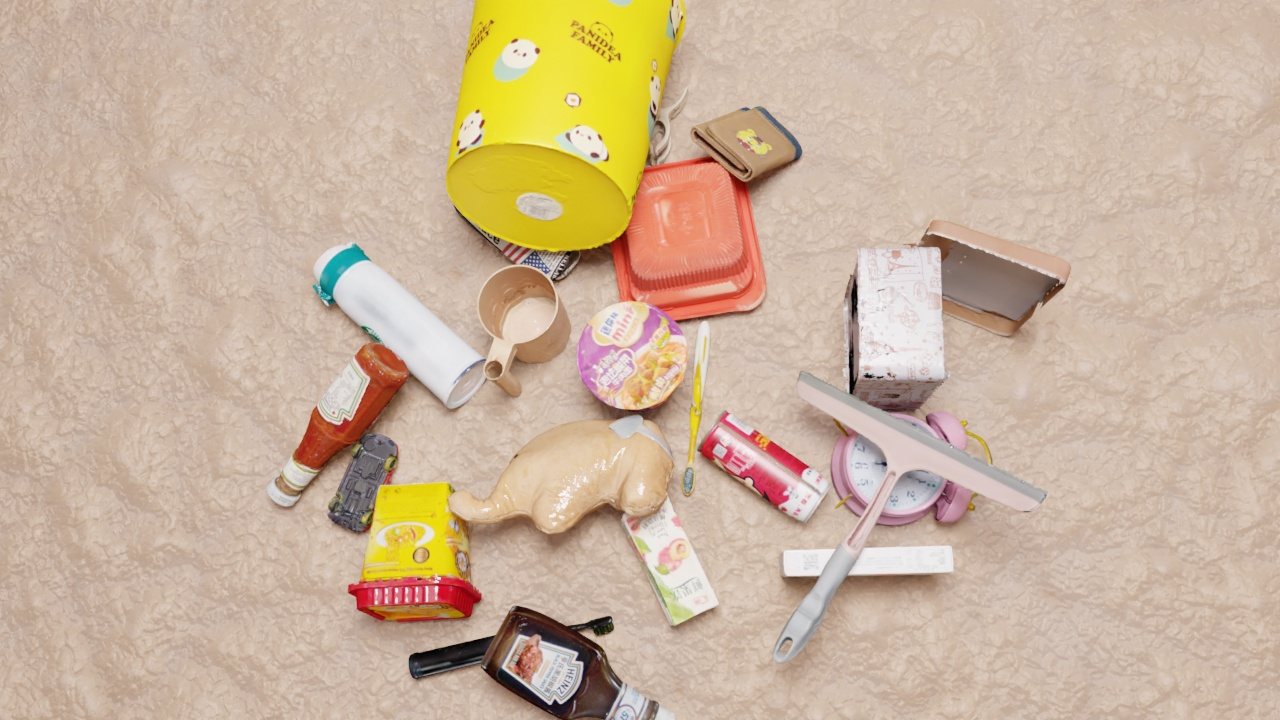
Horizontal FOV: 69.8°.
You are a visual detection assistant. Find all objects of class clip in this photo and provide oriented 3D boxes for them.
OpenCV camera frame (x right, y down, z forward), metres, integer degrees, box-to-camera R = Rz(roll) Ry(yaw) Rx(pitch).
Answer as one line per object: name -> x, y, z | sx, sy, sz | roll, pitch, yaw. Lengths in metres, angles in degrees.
clip -> 0.025, -0.271, 1.054 | 0.061, 0.034, 0.097 | 6, 69, 7

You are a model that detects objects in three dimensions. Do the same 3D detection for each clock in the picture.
clock -> 0.274, 0.107, 0.927 | 0.158, 0.060, 0.117 | 0, 78, 3

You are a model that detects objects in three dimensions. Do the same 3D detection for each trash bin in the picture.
trash bin -> -0.081, -0.266, 0.935 | 0.230, 0.230, 0.254 | 5, 66, 6

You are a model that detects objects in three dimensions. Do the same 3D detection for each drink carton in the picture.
drink carton -> 0.028, 0.204, 0.935 | 0.053, 0.045, 0.122 | -24, 77, -12

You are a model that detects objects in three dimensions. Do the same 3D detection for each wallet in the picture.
wallet -> 0.117, -0.239, 1.003 | 0.090, 0.033, 0.115 | 44, 43, 13

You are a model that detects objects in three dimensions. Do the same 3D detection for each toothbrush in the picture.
toothbrush -> 0.060, 0.049, 0.982 | 0.016, 0.018, 0.191 | 6, 78, 5
toothbrush -> -0.131, 0.291, 0.942 | 0.212, 0.026, 0.027 | -13, 111, 1

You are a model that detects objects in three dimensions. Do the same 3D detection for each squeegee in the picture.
squeegee -> 0.192, 0.169, 0.844 | 0.248, 0.040, 0.249 | 30, 84, 29

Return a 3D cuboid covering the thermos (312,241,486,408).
thermos -> -0.269, -0.041, 1.009 | 0.224, 0.073, 0.073 | 40, 83, 13

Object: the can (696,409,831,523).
can -> 0.127, 0.109, 0.943 | 0.133, 0.053, 0.053 | 34, 82, 12

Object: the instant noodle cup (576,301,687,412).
instant noodle cup -> -0.006, 0.006, 0.957 | 0.111, 0.099, 0.111 | -1, 76, 4

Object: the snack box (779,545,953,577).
snack box -> 0.217, 0.198, 0.899 | 0.157, 0.085, 0.026 | -2, 76, 5

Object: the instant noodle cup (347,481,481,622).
instant noodle cup -> -0.225, 0.194, 0.934 | 0.116, 0.116, 0.123 | -4, 65, 4

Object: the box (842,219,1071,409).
box -> 0.302, -0.037, 0.899 | 0.192, 0.183, 0.156 | 2, 78, 9

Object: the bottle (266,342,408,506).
bottle -> -0.325, 0.072, 0.972 | 0.060, 0.059, 0.206 | 44, 103, 13

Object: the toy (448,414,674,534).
toy -> -0.077, 0.118, 0.930 | 0.226, 0.143, 0.082 | -12, 118, 4

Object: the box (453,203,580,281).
box -> -0.145, -0.151, 1.016 | 0.163, 0.081, 0.075 | 40, 89, 10

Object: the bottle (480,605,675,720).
bottle -> -0.058, 0.318, 0.905 | 0.195, 0.044, 0.080 | 29, 87, 1

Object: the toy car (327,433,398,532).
toy car -> -0.296, 0.130, 0.989 | 0.049, 0.031, 0.106 | 19, 83, 9

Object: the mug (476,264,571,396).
mug -> -0.126, -0.027, 0.973 | 0.084, 0.103, 0.124 | 16, 79, 9

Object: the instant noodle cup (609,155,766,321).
instant noodle cup -> 0.045, -0.139, 0.996 | 0.164, 0.079, 0.188 | -11, 78, 3
